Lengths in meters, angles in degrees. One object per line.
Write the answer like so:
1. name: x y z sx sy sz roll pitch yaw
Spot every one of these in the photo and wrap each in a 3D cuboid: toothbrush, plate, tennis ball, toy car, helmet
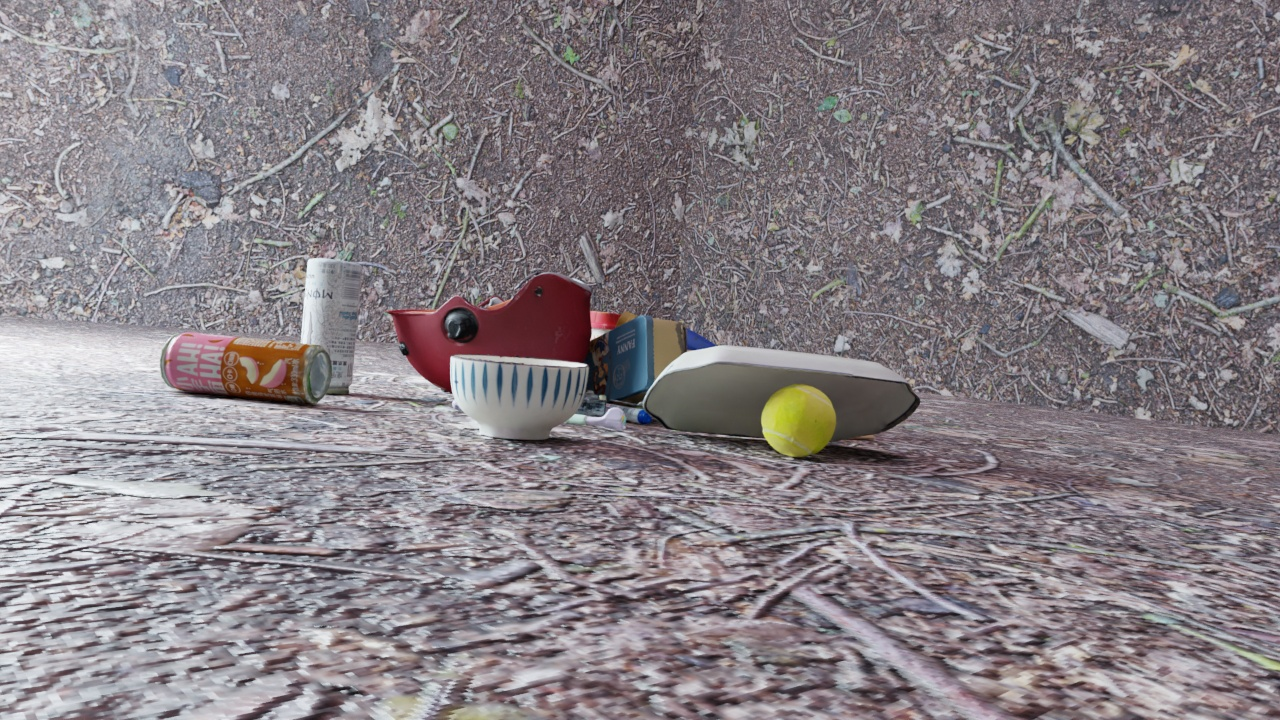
1. toothbrush: -0.105 0.051 0.923 0.189 0.029 0.021 5 39 18
2. plate: 0.135 0.031 0.886 0.265 0.034 0.162 5 -27 -12
3. tennis ball: 0.140 0.053 0.815 0.065 0.065 0.065 5 2 0
4. toy car: -0.068 0.047 0.971 0.049 0.031 0.106 4 0 -15
5. helmet: -0.168 -0.017 1.076 0.240 0.144 0.207 -10 3 1

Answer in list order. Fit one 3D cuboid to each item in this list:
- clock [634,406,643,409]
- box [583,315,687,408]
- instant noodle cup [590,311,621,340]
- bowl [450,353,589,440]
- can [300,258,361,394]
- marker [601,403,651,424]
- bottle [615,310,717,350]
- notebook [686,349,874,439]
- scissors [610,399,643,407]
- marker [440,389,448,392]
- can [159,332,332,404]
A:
1. clock: 0.021 0.037 1.227 0.116 0.056 0.161 6 1 -21
2. box: -0.006 0.006 1.062 0.061 0.089 0.185 4 -15 -26
3. instant noodle cup: -0.062 -0.008 1.324 0.116 0.124 0.116 7 3 34
4. bowl: -0.103 0.031 0.776 0.116 0.066 0.116 4 2 0
5. can: -0.345 -0.038 1.018 0.058 0.146 0.058 6 2 0
6. marker: -0.041 0.055 1.034 0.016 0.017 0.146 4 2 -43
7. bottle: 0.069 0.001 1.134 0.219 0.065 0.065 30 6 9
8. notebook: 0.154 0.040 1.058 0.207 0.008 0.147 5 34 -29
9. scissors: 0.040 0.058 1.046 0.163 0.012 0.161 11 -3 -8
10. marker: -0.238 0.035 1.224 0.018 0.015 0.124 6 4 9
11. can: -0.376 0.007 0.880 0.147 0.058 0.058 5 2 6
